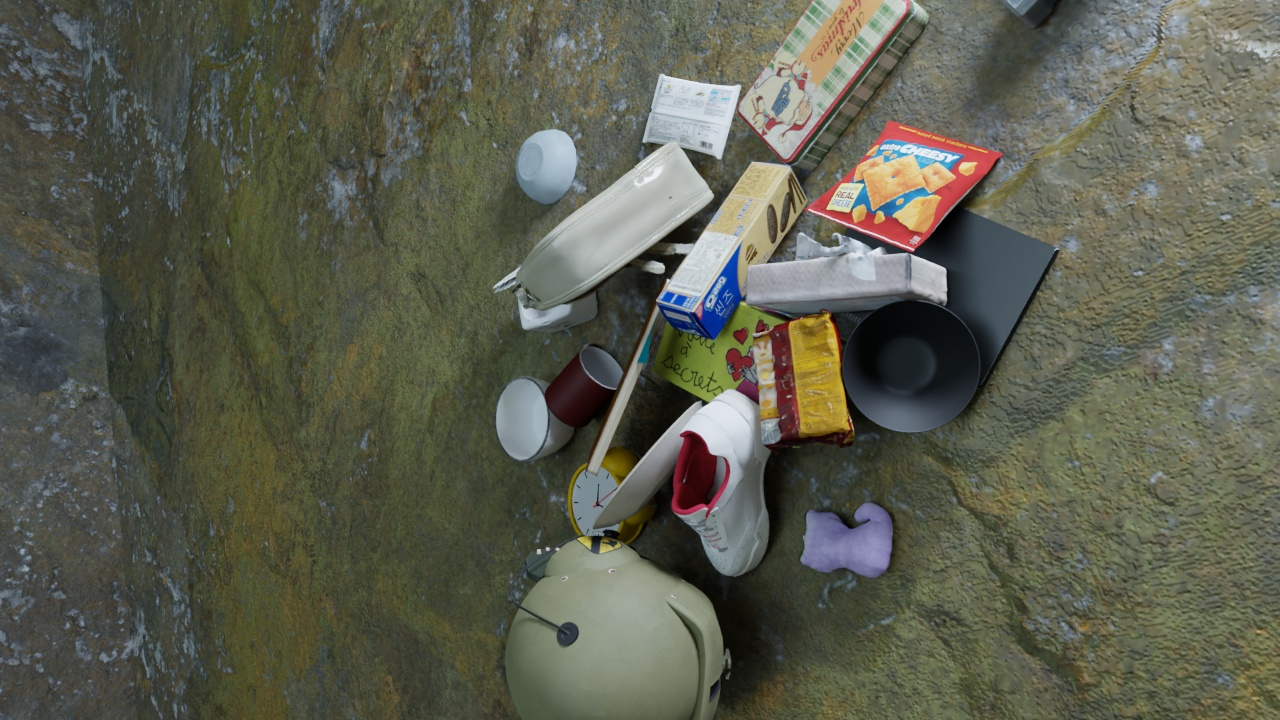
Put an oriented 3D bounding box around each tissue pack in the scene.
[{"bbox_3d":[0.201,-0.084,0.916,0.182,0.103,0.071,3,86,43],"label":"tissue pack"}]

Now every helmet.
[{"bbox_3d":[-0.020,0.321,0.998,0.233,0.255,0.250,11,97,45],"label":"helmet"}]

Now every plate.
[{"bbox_3d":[0.017,0.125,1.031,0.027,0.188,0.189,40,116,9],"label":"plate"}]

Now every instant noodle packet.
[{"bbox_3d":[0.060,-0.302,1.129,0.134,0.026,0.087,24,103,41],"label":"instant noodle packet"},{"bbox_3d":[0.159,0.024,0.906,0.099,0.039,0.135,-16,74,41],"label":"instant noodle packet"}]

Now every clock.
[{"bbox_3d":[-0.037,0.176,1.175,0.152,0.052,0.113,-43,61,36],"label":"clock"}]

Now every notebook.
[{"bbox_3d":[-0.008,0.008,1.072,0.014,0.178,0.249,23,93,-2],"label":"notebook"},{"bbox_3d":[0.286,-0.084,0.919,0.207,0.016,0.149,36,110,38],"label":"notebook"}]

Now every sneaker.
[{"bbox_3d":[0.076,0.152,0.987,0.090,0.104,0.237,33,136,38],"label":"sneaker"}]

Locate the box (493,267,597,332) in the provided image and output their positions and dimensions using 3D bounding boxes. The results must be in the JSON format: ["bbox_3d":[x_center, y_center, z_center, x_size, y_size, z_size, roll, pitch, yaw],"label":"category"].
[{"bbox_3d":[-0.141,-0.098,1.232,0.110,0.130,0.103,-15,78,39],"label":"box"}]

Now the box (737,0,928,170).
[{"bbox_3d":[0.200,-0.317,0.988,0.206,0.050,0.117,-51,58,27],"label":"box"}]

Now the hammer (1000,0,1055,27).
[{"bbox_3d":[0.326,-0.464,0.886,0.118,0.051,0.322,-46,56,30],"label":"hammer"}]

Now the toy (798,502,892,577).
[{"bbox_3d":[0.215,0.184,0.956,0.100,0.036,0.080,4,81,38],"label":"toy"}]

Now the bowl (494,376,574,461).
[{"bbox_3d":[-0.140,0.080,1.262,0.117,0.065,0.116,-3,86,43],"label":"bowl"}]

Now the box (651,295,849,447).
[{"bbox_3d":[0.124,-0.001,1.018,0.221,0.082,0.124,30,107,38],"label":"box"}]

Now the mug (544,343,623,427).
[{"bbox_3d":[-0.074,0.025,1.211,0.083,0.073,0.105,-47,30,30],"label":"mug"}]

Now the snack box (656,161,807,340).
[{"bbox_3d":[0.101,-0.120,0.997,0.056,0.057,0.206,20,69,42],"label":"snack box"}]

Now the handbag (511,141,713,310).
[{"bbox_3d":[-0.022,-0.135,1.092,0.132,0.228,0.184,55,149,-5],"label":"handbag"}]

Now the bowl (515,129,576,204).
[{"bbox_3d":[-0.141,-0.278,1.301,0.106,0.039,0.106,-3,85,42],"label":"bowl"}]

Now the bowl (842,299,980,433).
[{"bbox_3d":[0.255,0.005,0.879,0.124,0.052,0.124,1,93,10],"label":"bowl"}]

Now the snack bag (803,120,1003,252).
[{"bbox_3d":[0.257,-0.173,0.903,0.143,0.039,0.131,-46,49,-15],"label":"snack bag"}]
